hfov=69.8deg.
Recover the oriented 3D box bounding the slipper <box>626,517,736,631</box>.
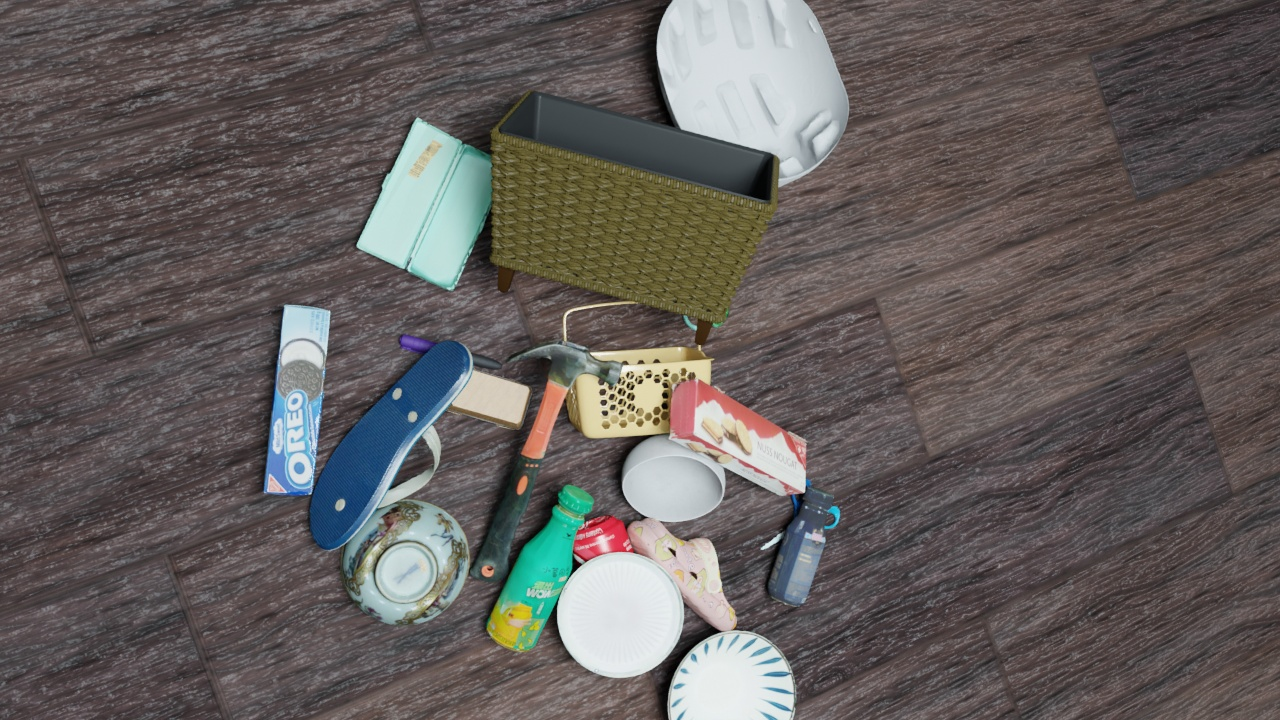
[{"bbox_3d":[0.069,0.271,1.207,0.081,0.093,0.197,-45,100,-15],"label":"slipper"}]

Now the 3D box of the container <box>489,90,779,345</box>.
[{"bbox_3d":[-0.018,-0.167,1.110,0.321,0.176,0.205,15,123,1],"label":"container"}]

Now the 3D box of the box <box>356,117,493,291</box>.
[{"bbox_3d":[-0.265,-0.199,1.178,0.136,0.033,0.186,26,80,-12],"label":"box"}]

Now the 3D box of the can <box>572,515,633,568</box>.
[{"bbox_3d":[-0.038,0.277,1.186,0.074,0.074,0.142,-20,92,-15],"label":"can"}]

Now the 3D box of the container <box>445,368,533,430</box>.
[{"bbox_3d":[-0.193,0.046,1.166,0.114,0.061,0.063,18,82,-13],"label":"container"}]

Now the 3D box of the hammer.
[{"bbox_3d":[-0.139,0.131,1.128,0.133,0.033,0.334,20,106,-3],"label":"hammer"}]

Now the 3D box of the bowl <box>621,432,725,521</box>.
[{"bbox_3d":[0.043,0.145,1.200,0.131,0.132,0.064,19,40,-13],"label":"bowl"}]

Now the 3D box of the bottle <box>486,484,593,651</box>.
[{"bbox_3d":[-0.120,0.256,1.142,0.068,0.068,0.210,24,97,-12],"label":"bottle"}]

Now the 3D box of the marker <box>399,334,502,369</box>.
[{"bbox_3d":[-0.243,-0.008,1.181,0.134,0.015,0.018,16,111,-13],"label":"marker"}]

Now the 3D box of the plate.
[{"bbox_3d":[-0.024,0.315,1.141,0.157,0.014,0.157,0,91,-3],"label":"plate"}]

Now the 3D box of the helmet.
[{"bbox_3d":[0.136,-0.364,1.210,0.224,0.184,0.282,-34,106,-9],"label":"helmet"}]

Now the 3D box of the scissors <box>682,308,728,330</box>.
[{"bbox_3d":[0.077,-0.104,1.273,0.070,0.014,0.130,-18,92,-15],"label":"scissors"}]

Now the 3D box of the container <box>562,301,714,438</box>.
[{"bbox_3d":[-0.007,0.007,1.185,0.183,0.129,0.167,-3,96,-15],"label":"container"}]

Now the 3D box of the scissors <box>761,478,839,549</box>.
[{"bbox_3d":[0.214,0.224,1.290,0.133,0.015,0.104,-31,98,-10],"label":"scissors"}]

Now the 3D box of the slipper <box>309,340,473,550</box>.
[{"bbox_3d":[-0.297,0.103,1.119,0.295,0.118,0.060,-51,144,0],"label":"slipper"}]

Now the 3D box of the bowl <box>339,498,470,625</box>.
[{"bbox_3d":[-0.284,0.250,1.114,0.159,0.094,0.160,1,87,-15],"label":"bowl"}]

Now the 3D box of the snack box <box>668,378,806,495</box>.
[{"bbox_3d":[0.133,0.103,1.177,0.272,0.044,0.076,31,56,-45],"label":"snack box"}]

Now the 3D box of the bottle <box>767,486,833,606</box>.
[{"bbox_3d":[0.221,0.253,1.256,0.056,0.056,0.161,18,90,-13],"label":"bottle"}]

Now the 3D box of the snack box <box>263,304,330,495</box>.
[{"bbox_3d":[-0.415,0.048,1.111,0.059,0.059,0.226,7,85,-18],"label":"snack box"}]

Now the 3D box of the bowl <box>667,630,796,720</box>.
[{"bbox_3d":[0.112,0.441,1.218,0.177,0.071,0.177,1,87,-15],"label":"bowl"}]
